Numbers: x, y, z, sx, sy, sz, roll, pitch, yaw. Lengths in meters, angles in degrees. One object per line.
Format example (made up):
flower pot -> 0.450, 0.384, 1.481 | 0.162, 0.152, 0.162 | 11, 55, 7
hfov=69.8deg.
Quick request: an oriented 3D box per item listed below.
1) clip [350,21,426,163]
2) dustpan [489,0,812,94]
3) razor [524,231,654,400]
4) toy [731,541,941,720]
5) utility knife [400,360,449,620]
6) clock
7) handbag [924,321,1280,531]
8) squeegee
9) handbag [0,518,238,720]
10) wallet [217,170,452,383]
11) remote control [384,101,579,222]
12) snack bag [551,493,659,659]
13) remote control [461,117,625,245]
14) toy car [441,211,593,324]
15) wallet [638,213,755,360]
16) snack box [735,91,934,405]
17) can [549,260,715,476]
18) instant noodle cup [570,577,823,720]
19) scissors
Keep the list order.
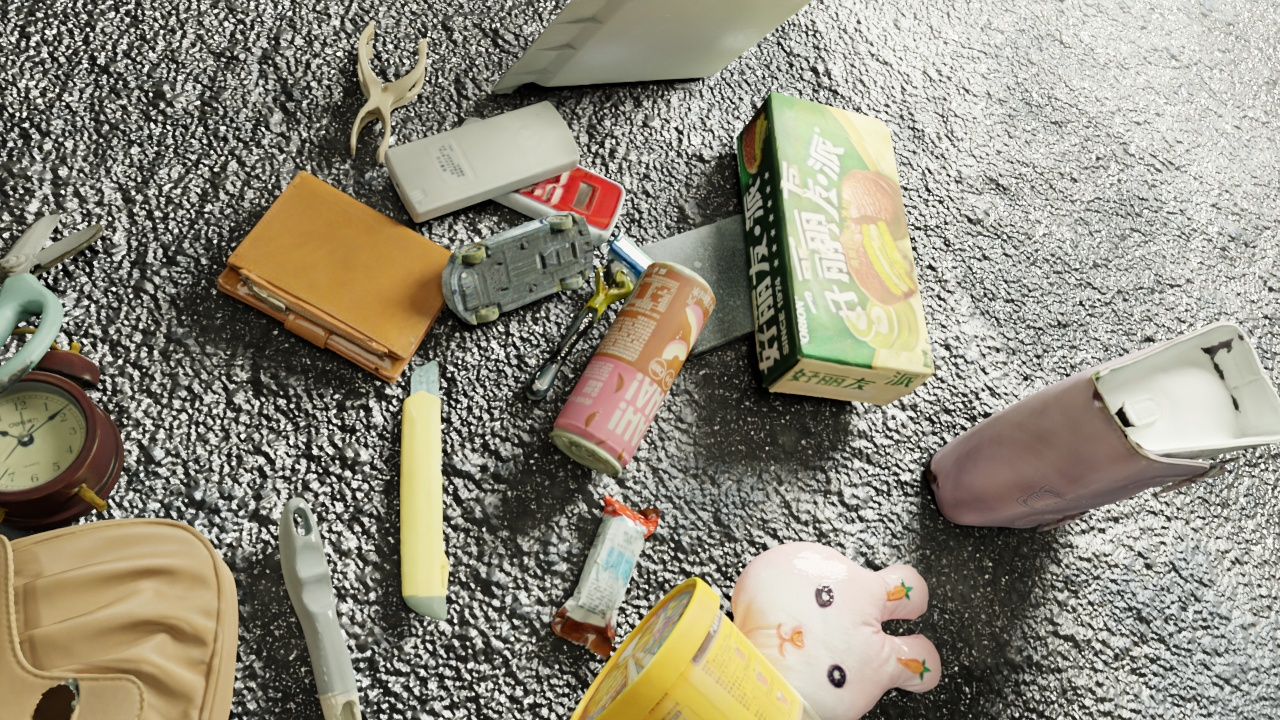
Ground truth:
clip -> -0.177, -0.197, 0.680 | 0.089, 0.035, 0.104 | -7, 76, -20
dustpan -> 0.029, -0.312, 0.696 | 0.257, 0.223, 0.142 | -9, 84, -33
razor -> -0.040, -0.027, 0.665 | 0.042, 0.022, 0.142 | 38, 69, -8
toy -> 0.137, 0.183, 0.625 | 0.159, 0.054, 0.121 | 1, 70, -23
utility knife -> -0.139, 0.079, 0.593 | 0.031, 0.019, 0.175 | 4, 69, -21
clock -> -0.346, 0.039, 0.519 | 0.082, 0.055, 0.122 | -15, 73, -23
handbag -> 0.316, 0.059, 0.650 | 0.144, 0.197, 0.098 | -9, 72, -21
squeegee -> -0.170, 0.197, 0.525 | 0.245, 0.039, 0.246 | -8, 66, -39
handbag -> -0.286, 0.179, 0.458 | 0.147, 0.100, 0.204 | 5, 65, -15
wallet -> -0.197, -0.058, 0.620 | 0.132, 0.031, 0.107 | 28, 60, -6
remote control -> -0.112, -0.145, 0.665 | 0.135, 0.019, 0.056 | -24, 77, -22
snack bag -> -0.021, 0.138, 0.603 | 0.045, 0.026, 0.105 | 30, 64, -15
remote control -> -0.079, -0.136, 0.695 | 0.136, 0.020, 0.055 | 24, 65, -8
toy car -> -0.085, -0.067, 0.647 | 0.120, 0.037, 0.054 | -27, 122, -32
wallet -> 0.065, -0.062, 0.716 | 0.120, 0.019, 0.097 | -21, 77, -27
snack box -> 0.146, -0.088, 0.715 | 0.114, 0.063, 0.239 | 8, 63, -20
can -> -0.004, 0.004, 0.634 | 0.058, 0.058, 0.147 | 31, 71, -5
instant noodle cup -> 0.037, 0.210, 0.541 | 0.114, 0.119, 0.118 | 41, 63, 1
scissors -> -0.373, -0.027, 0.524 | 0.177, 0.019, 0.174 | 30, 53, 31
